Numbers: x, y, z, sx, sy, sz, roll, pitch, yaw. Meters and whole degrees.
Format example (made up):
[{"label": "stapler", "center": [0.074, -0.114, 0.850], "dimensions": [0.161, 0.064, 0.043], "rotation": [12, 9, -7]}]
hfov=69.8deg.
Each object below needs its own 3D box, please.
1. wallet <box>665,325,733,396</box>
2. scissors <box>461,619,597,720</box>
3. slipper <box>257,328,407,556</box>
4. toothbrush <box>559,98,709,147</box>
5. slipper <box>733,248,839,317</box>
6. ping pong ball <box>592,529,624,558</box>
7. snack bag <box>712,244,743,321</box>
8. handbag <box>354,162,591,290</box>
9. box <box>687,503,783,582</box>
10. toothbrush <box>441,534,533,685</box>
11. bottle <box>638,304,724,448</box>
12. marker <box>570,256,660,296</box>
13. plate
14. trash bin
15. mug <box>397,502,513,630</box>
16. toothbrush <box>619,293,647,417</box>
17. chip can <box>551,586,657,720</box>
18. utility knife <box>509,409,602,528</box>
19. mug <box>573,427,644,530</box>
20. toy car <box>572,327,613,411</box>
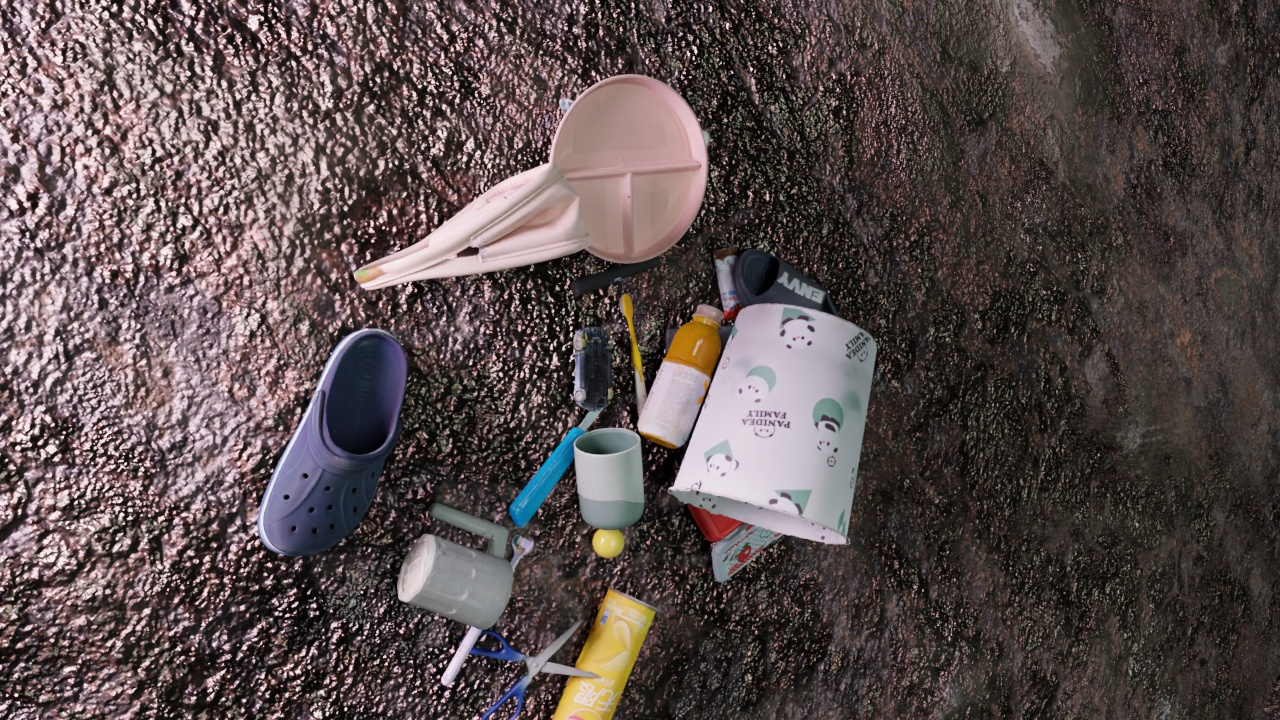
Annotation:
[{"label": "wallet", "center": [0.085, 0.002, 1.253], "dimensions": [0.120, 0.019, 0.097], "rotation": [-4, 93, -32]}, {"label": "scissors", "center": [-0.139, 0.370, 1.100], "dimensions": [0.176, 0.012, 0.162], "rotation": [26, 89, -13]}, {"label": "slipper", "center": [-0.304, 0.087, 0.955], "dimensions": [0.105, 0.095, 0.252], "rotation": [27, 75, -30]}, {"label": "toothbrush", "center": [-0.006, -0.302, 1.166], "dimensions": [0.220, 0.027, 0.026], "rotation": [5, 50, -34]}, {"label": "slipper", "center": [0.239, -0.069, 1.291], "dimensions": [0.268, 0.084, 0.110], "rotation": [41, 48, -25]}, {"label": "ping pong ball", "center": [-0.041, 0.232, 1.169], "dimensions": [0.040, 0.040, 0.040], "rotation": [-2, 94, -34]}, {"label": "snack bag", "center": [0.124, -0.104, 1.266], "dimensions": [0.045, 0.026, 0.105], "rotation": [-15, 99, -29]}, {"label": "handbag", "center": [-0.187, -0.123, 0.971], "dimensions": [0.233, 0.193, 0.093], "rotation": [-26, 105, -19]}, {"label": "box", "center": [0.166, 0.207, 1.301], "dimensions": [0.200, 0.060, 0.161], "rotation": [-32, 113, -27]}, {"label": "toothbrush", "center": [-0.181, 0.293, 1.080], "dimensions": [0.188, 0.029, 0.021], "rotation": [-62, 153, -21]}, {"label": "bottle", "center": [0.058, 0.018, 1.188], "dimensions": [0.068, 0.068, 0.189], "rotation": [30, 77, -32]}, {"label": "marker", "center": [-0.031, -0.111, 1.166], "dimensions": [0.131, 0.020, 0.022], "rotation": [-24, 89, -31]}, {"label": "plate", "center": [-0.015, -0.237, 1.144], "dimensions": [0.229, 0.028, 0.230], "rotation": [-9, 108, -30]}, {"label": "trash bin", "center": [0.178, 0.078, 1.156], "dimensions": [0.229, 0.230, 0.251], "rotation": [25, 74, -32]}, {"label": "mug", "center": [-0.207, 0.232, 1.044], "dimensions": [0.103, 0.084, 0.123], "rotation": [28, 51, -31]}, {"label": "toothbrush", "center": [-0.007, 0.007, 1.194], "dimensions": [0.016, 0.018, 0.191], "rotation": [-16, 104, -29]}, {"label": "chip can", "center": [-0.051, 0.398, 1.155], "dimensions": [0.072, 0.072, 0.213], "rotation": [33, 75, -31]}, {"label": "utility knife", "center": [-0.099, 0.123, 1.137], "dimensions": [0.191, 0.018, 0.034], "rotation": [-53, 134, -21]}, {"label": "mug", "center": [-0.032, 0.143, 1.146], "dimensions": [0.111, 0.082, 0.106], "rotation": [-38, 128, -58]}, {"label": "toy car", "center": [-0.061, 0.011, 1.146], "dimensions": [0.048, 0.031, 0.105], "rotation": [-2, 93, -33]}]
